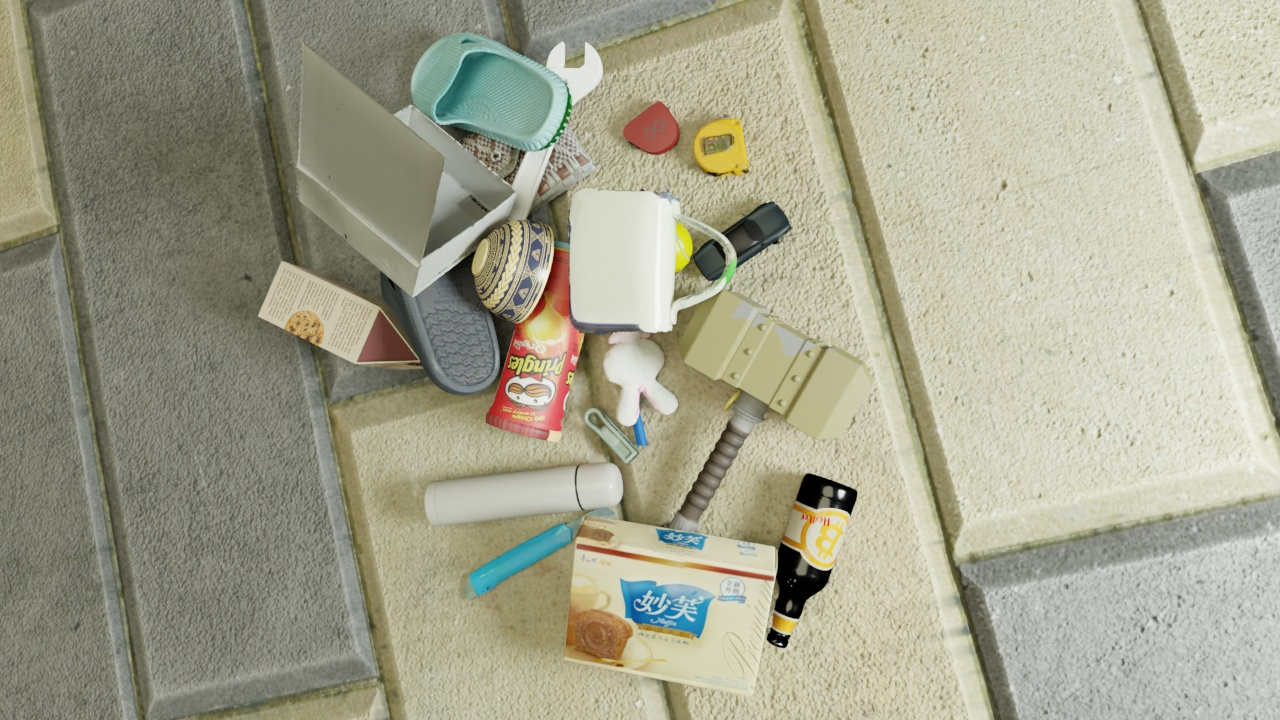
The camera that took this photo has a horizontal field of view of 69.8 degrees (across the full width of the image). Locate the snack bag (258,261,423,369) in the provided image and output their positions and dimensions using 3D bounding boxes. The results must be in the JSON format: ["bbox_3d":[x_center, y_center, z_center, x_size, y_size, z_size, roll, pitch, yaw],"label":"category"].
[{"bbox_3d":[-0.323,-0.037,1.074,0.206,0.094,0.070,24,91,13],"label":"snack bag"}]

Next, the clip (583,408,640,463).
[{"bbox_3d":[-0.033,0.084,1.035,0.023,0.043,0.076,-45,78,4],"label":"clip"}]

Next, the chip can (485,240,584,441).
[{"bbox_3d":[-0.105,-0.022,1.030,0.087,0.087,0.213,15,88,13],"label":"chip can"}]

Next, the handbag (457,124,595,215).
[{"bbox_3d":[-0.159,-0.225,1.077,0.186,0.047,0.124,-33,81,8],"label":"handbag"}]

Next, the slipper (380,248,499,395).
[{"bbox_3d":[-0.234,-0.080,1.037,0.084,0.110,0.268,-33,72,51],"label":"slipper"}]

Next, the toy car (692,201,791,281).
[{"bbox_3d":[0.112,-0.132,1.016,0.112,0.034,0.046,-34,80,8],"label":"toy car"}]

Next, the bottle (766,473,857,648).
[{"bbox_3d":[0.172,0.213,0.964,0.059,0.059,0.181,19,90,13],"label":"bottle"}]

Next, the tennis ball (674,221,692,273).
[{"bbox_3d":[0.024,-0.126,1.019,0.065,0.065,0.065,-1,85,12],"label":"tennis ball"}]

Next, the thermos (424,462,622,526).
[{"bbox_3d":[-0.131,0.151,1.039,0.224,0.052,0.052,-8,84,12],"label":"thermos"}]

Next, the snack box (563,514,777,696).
[{"bbox_3d":[0.028,0.255,0.958,0.207,0.055,0.153,9,110,6],"label":"snack box"}]

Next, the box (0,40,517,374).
[{"bbox_3d":[-0.294,-0.138,0.799,0.167,0.528,0.234,39,97,5],"label":"box"}]

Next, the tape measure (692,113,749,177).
[{"bbox_3d":[0.088,-0.239,1.032,0.059,0.030,0.068,-9,83,10],"label":"tape measure"}]

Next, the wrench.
[{"bbox_3d":[-0.117,-0.231,1.040,0.066,0.018,0.273,24,97,5],"label":"wrench"}]

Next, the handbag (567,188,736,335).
[{"bbox_3d":[0.017,-0.101,0.949,0.176,0.073,0.151,3,96,22],"label":"handbag"}]

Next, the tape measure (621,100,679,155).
[{"bbox_3d":[0.015,-0.261,1.055,0.059,0.019,0.051,-34,82,15],"label":"tape measure"}]

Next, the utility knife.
[{"bbox_3d":[-0.118,0.218,1.050,0.207,0.015,0.031,-30,81,13],"label":"utility knife"}]

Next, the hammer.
[{"bbox_3d":[0.086,0.106,0.981,0.190,0.100,0.325,31,100,13],"label":"hammer"}]

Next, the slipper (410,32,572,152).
[{"bbox_3d":[-0.185,-0.310,1.034,0.276,0.069,0.116,31,97,36],"label":"slipper"}]

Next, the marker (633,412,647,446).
[{"bbox_3d":[-0.013,0.028,1.044,0.013,0.013,0.141,-15,82,11],"label":"marker"}]

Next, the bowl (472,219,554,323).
[{"bbox_3d":[-0.146,-0.102,0.990,0.061,0.112,0.112,17,89,-26],"label":"bowl"}]

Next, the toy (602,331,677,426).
[{"bbox_3d":[-0.006,0.006,1.021,0.075,0.037,0.125,-15,91,-21],"label":"toy"}]
